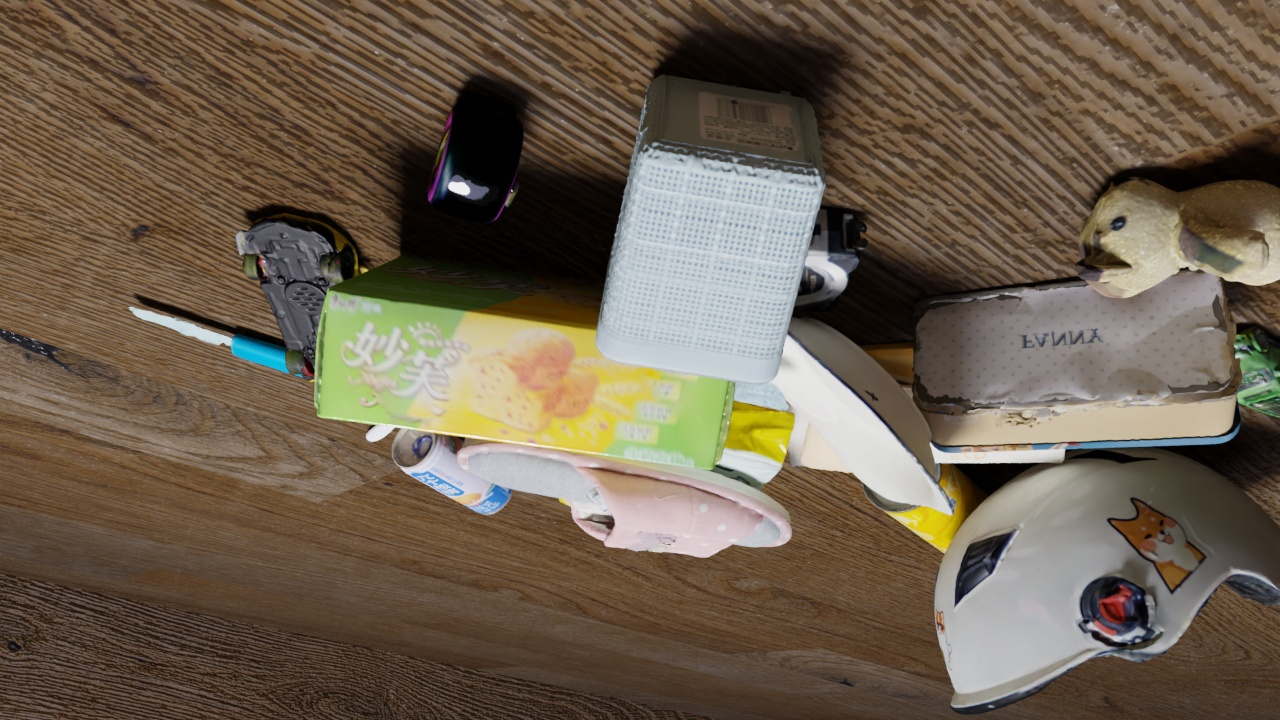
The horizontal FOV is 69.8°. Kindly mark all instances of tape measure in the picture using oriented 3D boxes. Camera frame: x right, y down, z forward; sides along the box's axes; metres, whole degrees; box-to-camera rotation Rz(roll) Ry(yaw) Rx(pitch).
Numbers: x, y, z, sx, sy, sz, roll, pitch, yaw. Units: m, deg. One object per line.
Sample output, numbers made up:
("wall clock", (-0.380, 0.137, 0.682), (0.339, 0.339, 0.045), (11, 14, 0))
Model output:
("tape measure", (0.086, -0.057, 0.518), (0.066, 0.033, 0.066), (6, 152, -4))
("tape measure", (-0.079, -0.097, 0.451), (0.039, 0.057, 0.057), (16, 150, -19))

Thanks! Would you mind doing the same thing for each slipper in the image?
("slipper", (-0.009, 0.112, 0.708), (0.274, 0.054, 0.114), (18, 153, -15))

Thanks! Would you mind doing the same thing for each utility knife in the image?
("utility knife", (-0.004, 0.004, 0.634), (0.216, 0.022, 0.031), (15, 120, 19))
("utility knife", (-0.292, -0.004, 0.735), (0.218, 0.018, 0.034), (20, 153, -28))

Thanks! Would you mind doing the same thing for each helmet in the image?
("helmet", (0.342, 0.154, 0.716), (0.274, 0.156, 0.230), (-20, 161, 0))

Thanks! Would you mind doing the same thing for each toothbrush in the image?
("toothbrush", (-0.216, 0.051, 0.832), (0.016, 0.016, 0.181), (23, 150, -27))

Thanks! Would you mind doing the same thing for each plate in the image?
("plate", (0.127, 0.024, 0.570), (0.163, 0.034, 0.164), (46, 174, 1))

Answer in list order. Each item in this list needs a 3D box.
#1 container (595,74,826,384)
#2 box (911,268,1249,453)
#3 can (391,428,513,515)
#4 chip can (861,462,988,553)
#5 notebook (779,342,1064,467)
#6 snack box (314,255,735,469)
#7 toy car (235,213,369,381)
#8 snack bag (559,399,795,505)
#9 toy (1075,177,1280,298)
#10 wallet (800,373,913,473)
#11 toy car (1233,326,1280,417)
("container", (0.033, -0.063, 0.428), (0.090, 0.089, 0.112), (9, 131, -3))
("box", (0.255, 0.002, 0.535), (0.185, 0.089, 0.062), (-2, 149, 26))
("can", (-0.180, 0.105, 0.890), (0.053, 0.053, 0.134), (-6, 151, 25))
("chip can", (0.276, 0.134, 0.822), (0.072, 0.072, 0.213), (-14, 146, 36))
("notebook", (0.202, 0.035, 0.674), (0.206, 0.010, 0.146), (-3, 140, 19))
("snack box", (-0.059, -0.006, 0.530), (0.210, 0.070, 0.157), (9, -168, -3))
("toy car", (-0.211, -0.038, 0.612), (0.071, 0.041, 0.156), (2, 137, 7))
("snack bag", (0.019, 0.076, 0.765), (0.158, 0.068, 0.247), (12, 155, -5))
("toy", (0.288, -0.068, 0.427), (0.158, 0.066, 0.104), (-13, -170, 28))
("wallet", (0.168, 0.049, 0.674), (0.087, 0.024, 0.115), (6, 141, 6))
("toy car", (0.391, 0.009, 0.579), (0.091, 0.036, 0.043), (21, 153, -18))
